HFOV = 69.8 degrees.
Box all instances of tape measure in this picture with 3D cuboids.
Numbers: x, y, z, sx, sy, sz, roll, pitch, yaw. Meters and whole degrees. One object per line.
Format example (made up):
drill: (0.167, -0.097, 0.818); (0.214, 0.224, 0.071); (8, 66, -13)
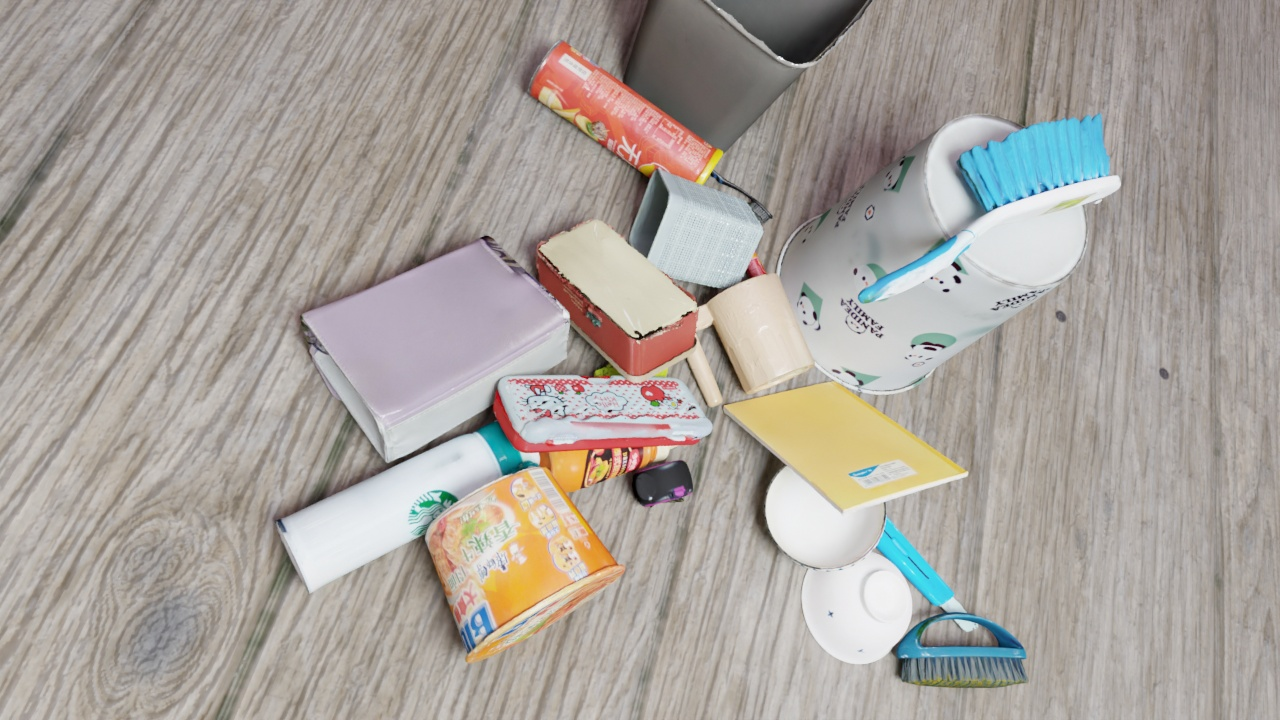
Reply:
tape measure: (0.022, 0.120, 0.881); (0.058, 0.057, 0.039); (-14, 81, -10)

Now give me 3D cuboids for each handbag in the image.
handbag: (-0.184, -0.018, 0.837); (0.196, 0.099, 0.145); (-31, 69, -25)

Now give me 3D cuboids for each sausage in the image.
sausage: (0.134, -0.087, 1.021); (0.020, 0.020, 0.155); (-18, 78, -24)

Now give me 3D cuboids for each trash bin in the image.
trash bin: (0.298, -0.110, 0.956); (0.229, 0.252, 0.229); (6, 69, -17)
trash bin: (0.100, -0.360, 0.997); (0.198, 0.220, 0.198); (41, 63, -2)

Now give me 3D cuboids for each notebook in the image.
notebook: (0.195, 0.078, 0.904); (0.145, 0.206, 0.010); (-12, 118, -24)

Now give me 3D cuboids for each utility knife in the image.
utility knife: (0.288, 0.216, 0.963); (0.185, 0.018, 0.034); (47, 62, 0)

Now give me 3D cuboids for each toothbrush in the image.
toothbrush: (0.076, -0.220, 1.053); (0.189, 0.014, 0.016); (38, 86, -2)

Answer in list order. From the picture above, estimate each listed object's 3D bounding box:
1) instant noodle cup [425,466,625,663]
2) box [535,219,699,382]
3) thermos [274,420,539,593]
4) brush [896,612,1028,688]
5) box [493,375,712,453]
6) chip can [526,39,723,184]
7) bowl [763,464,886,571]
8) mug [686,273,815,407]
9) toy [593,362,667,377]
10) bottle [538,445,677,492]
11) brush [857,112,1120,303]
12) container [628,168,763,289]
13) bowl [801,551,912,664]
instant noodle cup: (-0.104, 0.167, 0.776); (0.151, 0.152, 0.111); (-24, 72, -26)
box: (-0.023, -0.068, 0.887); (0.091, 0.077, 0.168); (-29, 55, -26)
thermos: (-0.194, 0.120, 0.798); (0.223, 0.073, 0.073); (-25, 80, -26)
brush: (0.324, 0.292, 0.926); (0.143, 0.055, 0.073); (6, 69, -17)
box: (-0.030, 0.046, 0.834); (0.200, 0.048, 0.087); (1, 34, -33)
chip can: (-0.016, -0.258, 1.001); (0.216, 0.073, 0.073); (34, 63, -5)
bowl: (0.184, 0.153, 0.911); (0.116, 0.066, 0.116); (-5, 69, 13)
mug: (0.107, -0.019, 0.959); (0.124, 0.084, 0.103); (-23, 80, -1)
toy: (-0.006, 0.005, 0.930); (0.100, 0.031, 0.096); (-42, 88, -23)
bottle: (-0.027, 0.084, 0.879); (0.149, 0.067, 0.066); (-7, 73, -29)
brush: (0.300, -0.135, 0.797); (0.314, 0.061, 0.109); (-16, 81, -21)
container: (0.059, -0.134, 0.959); (0.111, 0.090, 0.090); (12, 30, -17)
bowl: (0.227, 0.237, 0.907); (0.118, 0.065, 0.118); (6, 69, -18)
